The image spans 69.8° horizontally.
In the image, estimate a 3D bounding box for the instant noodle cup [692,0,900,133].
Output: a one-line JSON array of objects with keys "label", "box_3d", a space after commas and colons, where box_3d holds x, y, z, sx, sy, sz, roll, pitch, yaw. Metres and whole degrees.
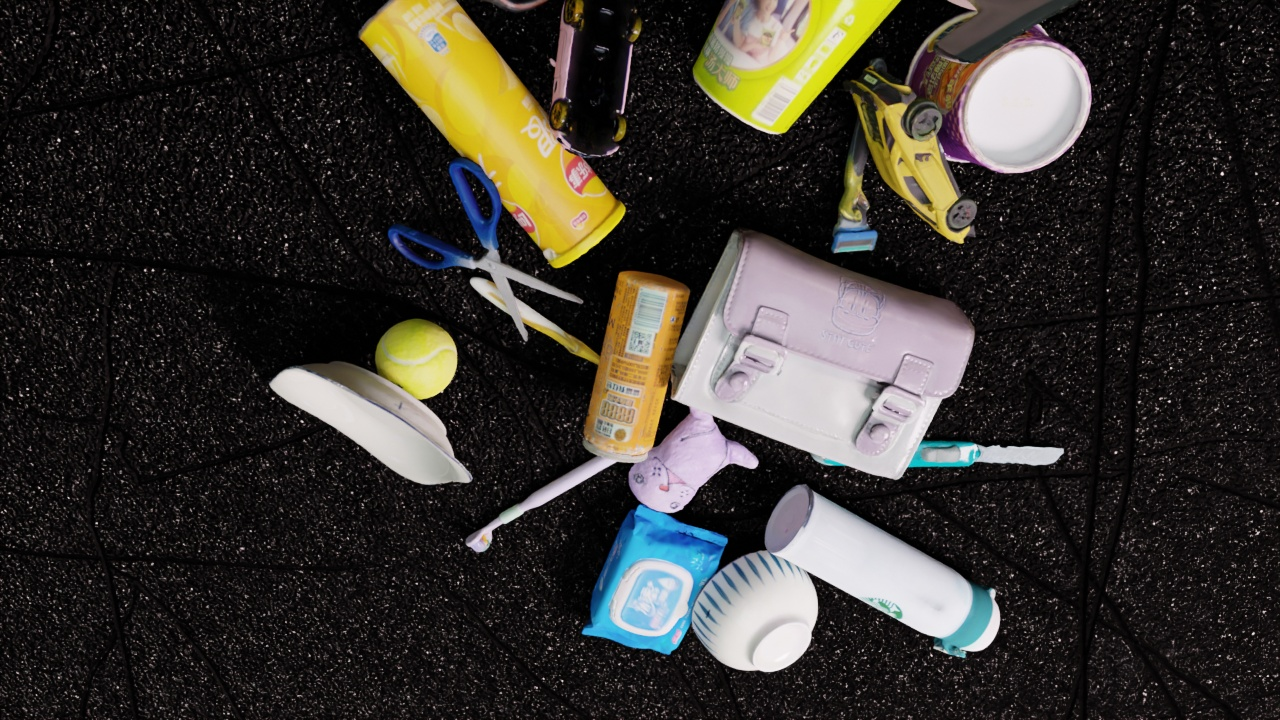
[{"label": "instant noodle cup", "box_3d": [0.098, -0.224, 0.616, 0.111, 0.111, 0.124, 29, 121, -12]}]

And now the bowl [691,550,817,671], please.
[{"label": "bowl", "box_3d": [0.112, 0.235, 0.825, 0.116, 0.066, 0.117, -13, 125, -20]}]

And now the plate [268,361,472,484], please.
[{"label": "plate", "box_3d": [-0.214, 0.046, 0.748, 0.164, 0.034, 0.164, 39, 155, -21]}]

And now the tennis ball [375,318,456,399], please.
[{"label": "tennis ball", "box_3d": [-0.182, -0.001, 0.745, 0.065, 0.065, 0.065, 1, 115, 1]}]

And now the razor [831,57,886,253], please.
[{"label": "razor", "box_3d": [0.164, -0.152, 0.688, 0.042, 0.022, 0.143, -10, 115, -31]}]

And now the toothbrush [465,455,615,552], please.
[{"label": "toothbrush", "box_3d": [-0.079, 0.120, 0.826, 0.189, 0.029, 0.021, -33, 73, 15]}]

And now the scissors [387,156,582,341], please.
[{"label": "scissors", "box_3d": [-0.123, -0.080, 0.702, 0.162, 0.012, 0.173, 8, 136, 26]}]

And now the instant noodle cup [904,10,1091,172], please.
[{"label": "instant noodle cup", "box_3d": [0.248, -0.182, 0.630, 0.111, 0.099, 0.112, 1, 114, 2]}]

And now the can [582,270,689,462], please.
[{"label": "can", "box_3d": [-0.004, 0.004, 0.732, 0.058, 0.058, 0.146, 12, 103, -4]}]

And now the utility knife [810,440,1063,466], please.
[{"label": "utility knife", "box_3d": [0.256, 0.081, 0.800, 0.223, 0.013, 0.029, 0, 115, 2]}]

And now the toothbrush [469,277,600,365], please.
[{"label": "toothbrush", "box_3d": [-0.061, -0.013, 0.762, 0.191, 0.018, 0.016, 34, 128, -14]}]

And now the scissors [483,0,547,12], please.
[{"label": "scissors", "box_3d": [-0.032, -0.314, 0.606, 0.226, 0.015, 0.189, 8, 129, -19]}]

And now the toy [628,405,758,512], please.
[{"label": "toy", "box_3d": [0.038, 0.091, 0.797, 0.084, 0.038, 0.108, 43, 109, -10]}]

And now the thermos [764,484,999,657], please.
[{"label": "thermos", "box_3d": [0.221, 0.194, 0.825, 0.224, 0.073, 0.073, 30, 112, -12]}]

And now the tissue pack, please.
[{"label": "tissue pack", "box_3d": [0.010, 0.209, 0.847, 0.095, 0.052, 0.157, 19, 114, -7]}]

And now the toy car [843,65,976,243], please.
[{"label": "toy car", "box_3d": [0.194, -0.140, 0.651, 0.041, 0.071, 0.156, -35, 125, 7]}]

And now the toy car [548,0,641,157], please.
[{"label": "toy car", "box_3d": [-0.035, -0.205, 0.647, 0.056, 0.037, 0.122, 5, 96, -29]}]

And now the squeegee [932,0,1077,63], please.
[{"label": "squeegee", "box_3d": [0.155, -0.287, 0.580, 0.249, 0.246, 0.040, 49, 138, 7]}]

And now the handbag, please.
[{"label": "handbag", "box_3d": [0.139, -0.006, 0.722, 0.197, 0.098, 0.145, 19, 109, -8]}]

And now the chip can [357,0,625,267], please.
[{"label": "chip can", "box_3d": [-0.102, -0.169, 0.662, 0.072, 0.072, 0.213, -35, 109, 16]}]
